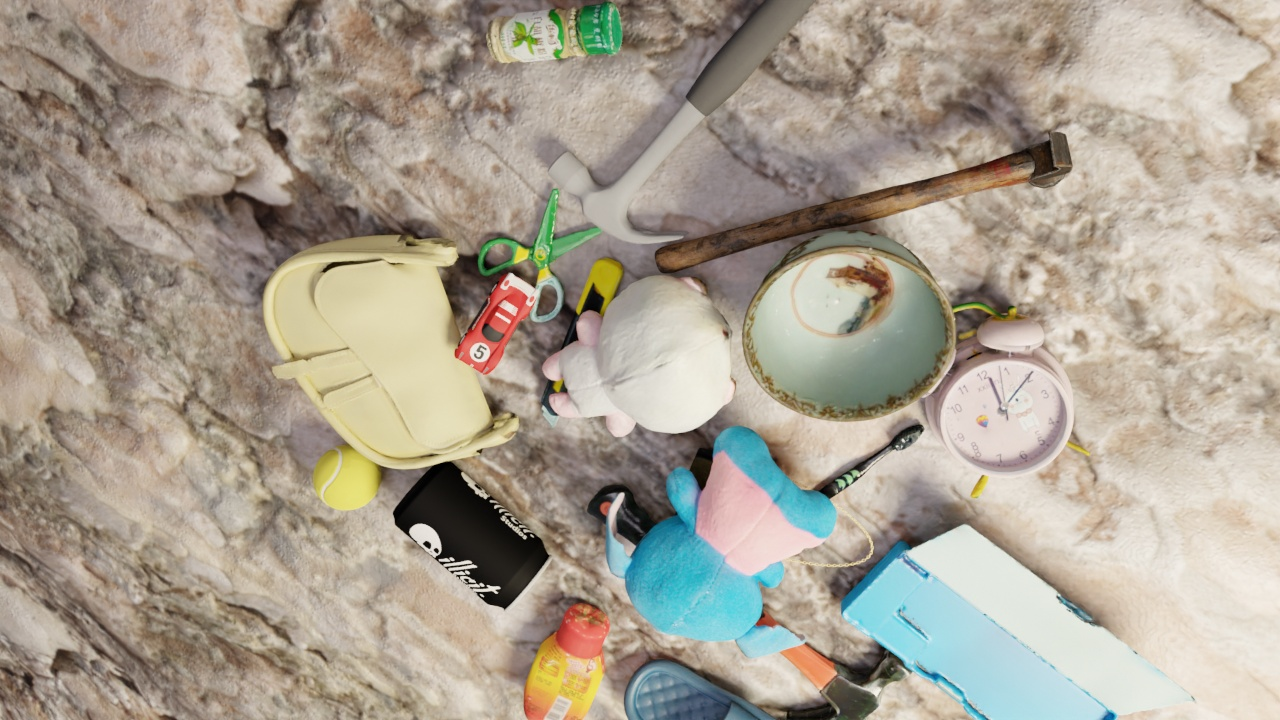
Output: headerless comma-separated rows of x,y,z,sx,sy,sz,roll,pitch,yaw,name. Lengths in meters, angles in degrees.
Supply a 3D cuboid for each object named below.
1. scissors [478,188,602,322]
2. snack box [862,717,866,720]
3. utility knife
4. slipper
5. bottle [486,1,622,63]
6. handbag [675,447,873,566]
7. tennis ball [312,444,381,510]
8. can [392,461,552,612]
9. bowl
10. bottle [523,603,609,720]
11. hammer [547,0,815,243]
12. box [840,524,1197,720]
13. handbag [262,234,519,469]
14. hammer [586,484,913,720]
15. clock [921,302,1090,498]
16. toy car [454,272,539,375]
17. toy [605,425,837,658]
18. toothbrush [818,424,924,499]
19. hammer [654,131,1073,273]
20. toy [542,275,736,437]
-0.087,-0.090,0.835,0.127,0.011,0.123,-18,103,19,scissors
0.143,0.435,0.920,0.194,0.044,0.141,-11,102,16,snack box
-0.058,-0.014,0.848,0.029,0.020,0.175,25,111,7,utility knife
0.073,0.366,0.876,0.214,0.059,0.103,33,85,26,slipper
-0.072,-0.271,0.762,0.110,0.042,0.043,0,106,15,bottle
0.126,0.143,0.845,0.178,0.027,0.084,19,113,7,handbag
-0.293,0.117,0.916,0.065,0.065,0.065,4,107,12,tennis ball
-0.163,0.171,0.894,0.146,0.080,0.080,41,111,-1,can
0.164,-0.041,0.738,0.160,0.093,0.160,4,124,7,bowl
-0.073,0.311,0.931,0.071,0.048,0.134,23,110,5,bottle
0.064,-0.223,0.752,0.125,0.029,0.311,44,110,-2,hammer
0.326,0.245,0.815,0.243,0.059,0.176,37,127,0,box
-0.234,-0.005,0.857,0.191,0.088,0.233,-17,102,14,handbag
0.088,0.232,0.882,0.333,0.033,0.133,39,112,1,hammer
0.289,0.024,0.756,0.117,0.058,0.158,-25,98,18,clock
-0.129,-0.033,0.826,0.038,0.025,0.089,33,83,-18,toy car
0.082,0.170,0.805,0.224,0.098,0.192,38,104,-6,toy
0.179,0.114,0.832,0.188,0.017,0.014,-40,88,22,toothbrush
0.163,-0.119,0.727,0.331,0.119,0.033,-12,89,23,hammer
-0.005,0.005,0.801,0.180,0.101,0.139,-16,99,26,toy
